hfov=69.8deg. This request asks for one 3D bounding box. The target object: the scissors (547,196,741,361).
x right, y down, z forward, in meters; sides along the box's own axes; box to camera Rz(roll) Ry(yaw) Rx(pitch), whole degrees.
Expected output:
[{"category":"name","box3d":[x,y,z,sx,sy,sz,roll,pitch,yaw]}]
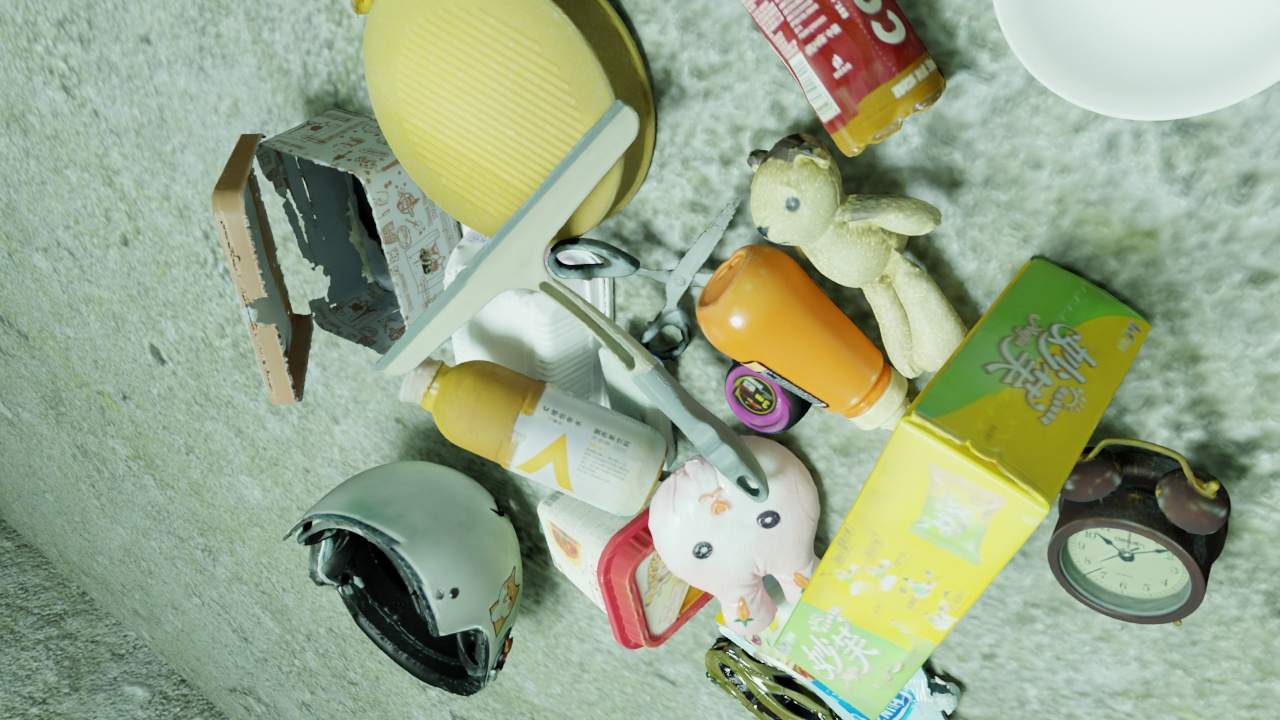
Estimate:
[{"category":"scissors","box3d":[0.025,-0.048,0.589,0.179,0.014,0.159,8,146,18]}]

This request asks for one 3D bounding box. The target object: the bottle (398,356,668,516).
[{"category":"bottle","box3d":[-0.076,0.048,0.649,0.189,0.067,0.068,23,138,-3]}]

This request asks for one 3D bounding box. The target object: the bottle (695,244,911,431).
[{"category":"bottle","box3d":[0.104,-0.004,0.538,0.149,0.066,0.067,36,142,-14]}]

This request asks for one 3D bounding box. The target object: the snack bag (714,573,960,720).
[{"category":"snack bag","box3d":[0.152,0.236,0.722,0.191,0.038,0.111,33,127,14]}]

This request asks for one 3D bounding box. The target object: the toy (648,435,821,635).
[{"category":"toy","box3d":[0.078,0.129,0.658,0.121,0.054,0.159,-28,111,8]}]

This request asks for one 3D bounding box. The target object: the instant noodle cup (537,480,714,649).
[{"category":"instant noodle cup","box3d":[-0.011,0.146,0.739,0.124,0.116,0.116,24,137,43]}]

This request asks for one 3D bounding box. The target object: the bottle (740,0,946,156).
[{"category":"bottle","box3d":[0.072,-0.182,0.427,0.058,0.057,0.175,-26,103,49]}]

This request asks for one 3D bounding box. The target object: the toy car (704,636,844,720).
[{"category":"toy car","box3d":[0.127,0.293,0.788,0.158,0.042,0.070,32,139,13]}]

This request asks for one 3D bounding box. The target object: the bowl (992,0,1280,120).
[{"category":"bowl","box3d":[0.197,-0.156,0.335,0.118,0.064,0.118,22,134,25]}]

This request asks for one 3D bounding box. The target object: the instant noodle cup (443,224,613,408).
[{"category":"instant noodle cup","box3d":[-0.091,-0.019,0.703,0.138,0.060,0.174,24,134,25]}]

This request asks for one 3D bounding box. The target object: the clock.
[{"category":"clock","box3d":[0.262,0.086,0.486,0.082,0.055,0.122,13,133,34]}]

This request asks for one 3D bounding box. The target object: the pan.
[{"category":"pan","box3d":[-0.145,-0.216,0.598,0.357,0.078,0.198,33,138,5]}]

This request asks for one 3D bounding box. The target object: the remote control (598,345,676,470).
[{"category":"remote control","box3d":[-0.002,0.035,0.683,0.049,0.024,0.125,24,148,26]}]

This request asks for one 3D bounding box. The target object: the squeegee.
[{"category":"squeegee","box3d":[-0.004,0.003,0.591,0.246,0.039,0.247,42,117,-12]}]

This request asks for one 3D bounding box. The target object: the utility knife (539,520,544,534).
[{"category":"utility knife","box3d":[-0.017,0.174,0.829,0.216,0.022,0.031,14,132,41]}]

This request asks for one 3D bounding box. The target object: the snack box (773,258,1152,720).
[{"category":"snack box","box3d":[0.162,0.071,0.481,0.070,0.157,0.211,34,139,20]}]

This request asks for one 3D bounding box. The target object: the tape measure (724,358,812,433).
[{"category":"tape measure","box3d":[0.085,0.016,0.595,0.057,0.039,0.058,24,130,26]}]

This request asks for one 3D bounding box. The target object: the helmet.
[{"category":"helmet","box3d":[-0.207,0.198,0.909,0.230,0.156,0.274,22,145,24]}]

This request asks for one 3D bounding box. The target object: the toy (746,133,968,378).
[{"category":"toy","box3d":[0.116,-0.053,0.491,0.157,0.066,0.105,46,166,-19]}]

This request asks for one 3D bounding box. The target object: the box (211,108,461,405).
[{"category":"box","box3d":[-0.249,-0.077,0.701,0.152,0.173,0.182,18,133,28]}]
